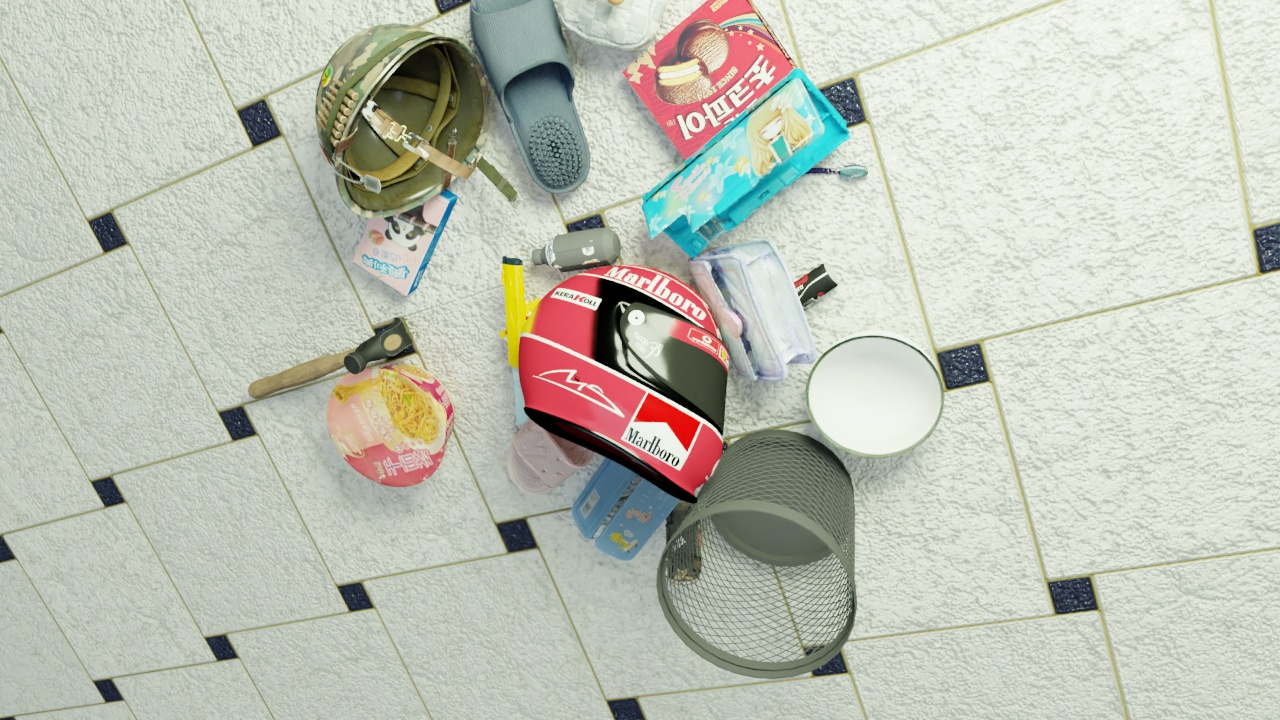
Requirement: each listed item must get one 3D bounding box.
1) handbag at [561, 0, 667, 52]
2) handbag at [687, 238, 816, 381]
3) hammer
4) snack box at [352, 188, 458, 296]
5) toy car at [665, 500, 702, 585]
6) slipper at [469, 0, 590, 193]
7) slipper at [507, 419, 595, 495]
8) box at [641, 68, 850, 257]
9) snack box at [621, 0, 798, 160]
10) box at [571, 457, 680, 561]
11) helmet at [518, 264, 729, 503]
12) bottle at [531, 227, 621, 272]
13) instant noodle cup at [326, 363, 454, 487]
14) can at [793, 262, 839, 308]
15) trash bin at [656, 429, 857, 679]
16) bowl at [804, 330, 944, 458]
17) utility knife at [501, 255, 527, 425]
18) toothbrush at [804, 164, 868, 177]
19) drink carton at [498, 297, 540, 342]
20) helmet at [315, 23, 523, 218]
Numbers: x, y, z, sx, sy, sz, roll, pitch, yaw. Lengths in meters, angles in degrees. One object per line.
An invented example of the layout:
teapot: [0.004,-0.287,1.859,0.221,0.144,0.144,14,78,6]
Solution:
handbag: [-0.019,-0.410,0.949,0.112,0.123,0.172,18,110,3]
handbag: [0.122,-0.055,1.062,0.127,0.069,0.158,2,119,61]
hammer: [-0.440,0.008,1.269,0.306,0.132,0.040,-15,107,34]
snack box: [-0.305,-0.169,1.186,0.088,0.033,0.154,33,117,2]
toy car: [0.061,0.245,1.238,0.047,0.047,0.112,-4,81,18]
slipper: [-0.122,-0.312,1.029,0.101,0.082,0.264,-17,111,-1]
slipper: [-0.100,0.101,1.218,0.094,0.064,0.240,46,115,-5]
box: [0.108,-0.188,0.975,0.227,0.116,0.097,-36,116,27]
snack box: [0.081,-0.311,1.007,0.152,0.035,0.132,-33,99,26]
box: [-0.011,0.173,1.217,0.122,0.047,0.210,42,119,14]
helmet: [-0.006,0.006,1.065,0.271,0.198,0.224,25,78,9]
bottle: [-0.080,-0.134,1.125,0.112,0.046,0.047,-7,109,19]
instant noodle cup: [-0.336,0.080,1.274,0.179,0.077,0.179,6,112,14]
can: [0.191,-0.080,1.071,0.081,0.031,0.031,-34,99,26]
trash bin: [0.153,0.216,1.095,0.218,0.226,0.218,6,113,14]
bowl: [0.273,0.032,1.069,0.153,0.072,0.153,6,112,15]
utility knife: [-0.158,-0.021,1.163,0.030,0.019,0.228,8,109,20]
toothbrush: [0.160,-0.213,1.034,0.189,0.017,0.016,3,112,15]
drink carton: [-0.121,-0.019,1.187,0.122,0.041,0.058,47,117,-4]
helmet: [-0.263,-0.262,1.042,0.236,0.192,0.224,24,96,29]
